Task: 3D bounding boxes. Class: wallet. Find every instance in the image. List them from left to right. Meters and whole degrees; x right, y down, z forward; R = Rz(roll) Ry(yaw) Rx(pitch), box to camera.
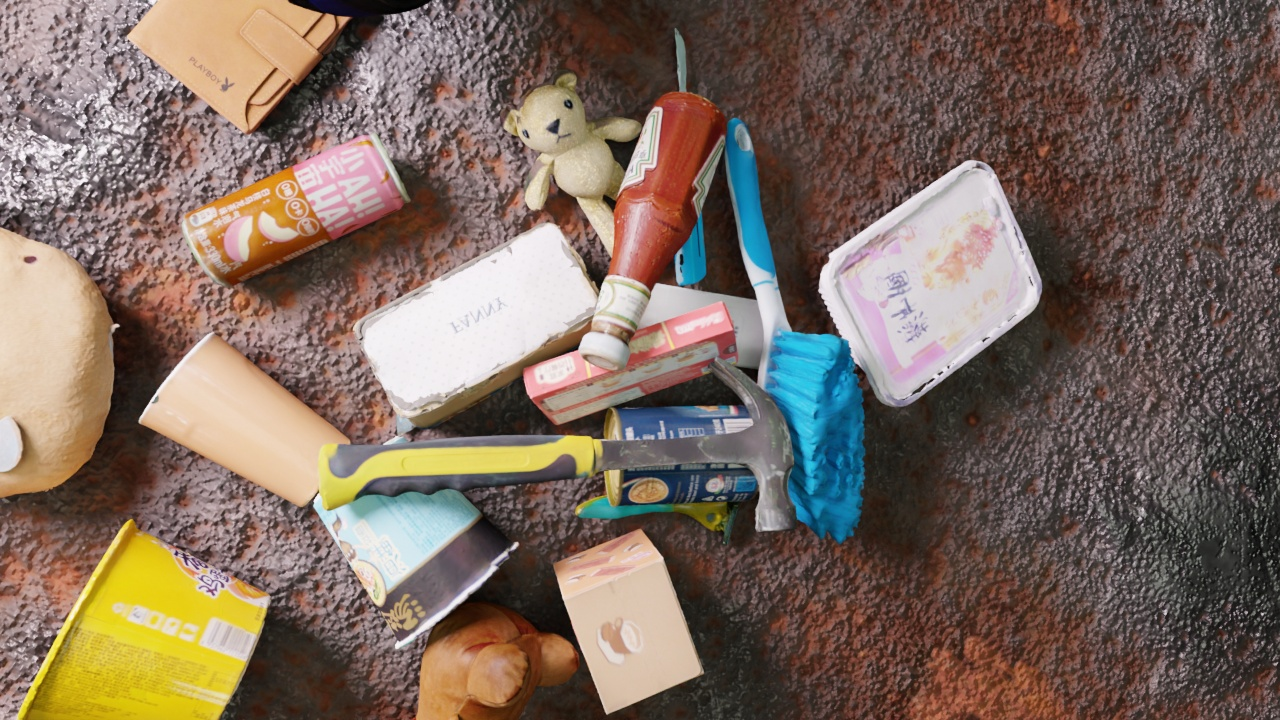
[{"bbox_3d":[-0.279,-0.242,0.654,0.108,0.031,0.131,40,87,-8],"label":"wallet"}]

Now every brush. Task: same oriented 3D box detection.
[{"bbox_3d":[0.110,-0.021,0.688,0.060,0.109,0.315,-15,109,-32],"label":"brush"}]

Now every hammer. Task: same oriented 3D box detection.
[{"bbox_3d":[-0.051,0.065,0.631,0.323,0.032,0.126,-2,78,-11],"label":"hammer"}]

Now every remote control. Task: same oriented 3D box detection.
[{"bbox_3d":[0.041,-0.029,0.726,0.135,0.019,0.056,8,95,-11],"label":"remote control"}]

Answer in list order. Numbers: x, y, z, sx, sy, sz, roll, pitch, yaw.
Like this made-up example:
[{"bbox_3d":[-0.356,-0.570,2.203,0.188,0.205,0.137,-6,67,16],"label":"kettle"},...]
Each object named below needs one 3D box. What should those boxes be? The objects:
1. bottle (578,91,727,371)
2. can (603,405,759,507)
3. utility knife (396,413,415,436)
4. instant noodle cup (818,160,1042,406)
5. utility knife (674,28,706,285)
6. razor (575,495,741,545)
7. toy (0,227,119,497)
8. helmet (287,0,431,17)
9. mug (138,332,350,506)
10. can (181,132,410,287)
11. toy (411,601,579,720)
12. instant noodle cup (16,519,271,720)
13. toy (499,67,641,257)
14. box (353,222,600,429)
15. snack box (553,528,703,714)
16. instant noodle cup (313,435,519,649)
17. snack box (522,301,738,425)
[{"bbox_3d":[0.006,-0.091,0.647,0.059,0.060,0.205,23,73,-11],"label":"bottle"},{"bbox_3d":[0.032,0.072,0.702,0.111,0.075,0.075,-1,93,-11],"label":"can"},{"bbox_3d":[-0.115,0.007,0.702,0.170,0.015,0.033,-33,95,-7],"label":"utility knife"},{"bbox_3d":[0.220,-0.061,0.727,0.173,0.060,0.138,-34,107,-12],"label":"instant noodle cup"},{"bbox_3d":[0.035,-0.158,0.715,0.018,0.034,0.198,-3,92,29],"label":"utility knife"},{"bbox_3d":[0.013,0.120,0.725,0.132,0.028,0.043,5,122,-13],"label":"razor"},{"bbox_3d":[-0.426,-0.021,0.612,0.143,0.082,0.226,3,90,-19],"label":"toy"},{"bbox_3d":[-0.205,-0.363,0.551,0.241,0.247,0.315,13,80,28],"label":"helmet"},{"bbox_3d":[-0.273,0.046,0.649,0.122,0.078,0.078,38,86,-16],"label":"mug"},{"bbox_3d":[-0.242,-0.107,0.652,0.147,0.058,0.058,-27,97,-8],"label":"can"},{"bbox_3d":[-0.124,0.277,0.652,0.130,0.140,0.199,34,93,23],"label":"toy"},{"bbox_3d":[-0.325,0.191,0.619,0.109,0.138,0.138,28,87,-20],"label":"instant noodle cup"},{"bbox_3d":[-0.036,-0.137,0.686,0.105,0.066,0.157,-35,113,7],"label":"toy"},{"bbox_3d":[-0.108,-0.028,0.670,0.184,0.060,0.089,-27,79,-9],"label":"box"},{"bbox_3d":[-0.012,0.192,0.690,0.077,0.094,0.093,-20,96,-9],"label":"snack box"},{"bbox_3d":[-0.168,0.124,0.659,0.111,0.111,0.120,-40,91,-7],"label":"instant noodle cup"},{"bbox_3d":[-0.004,0.004,0.677,0.153,0.075,0.025,-19,69,3],"label":"snack box"}]
